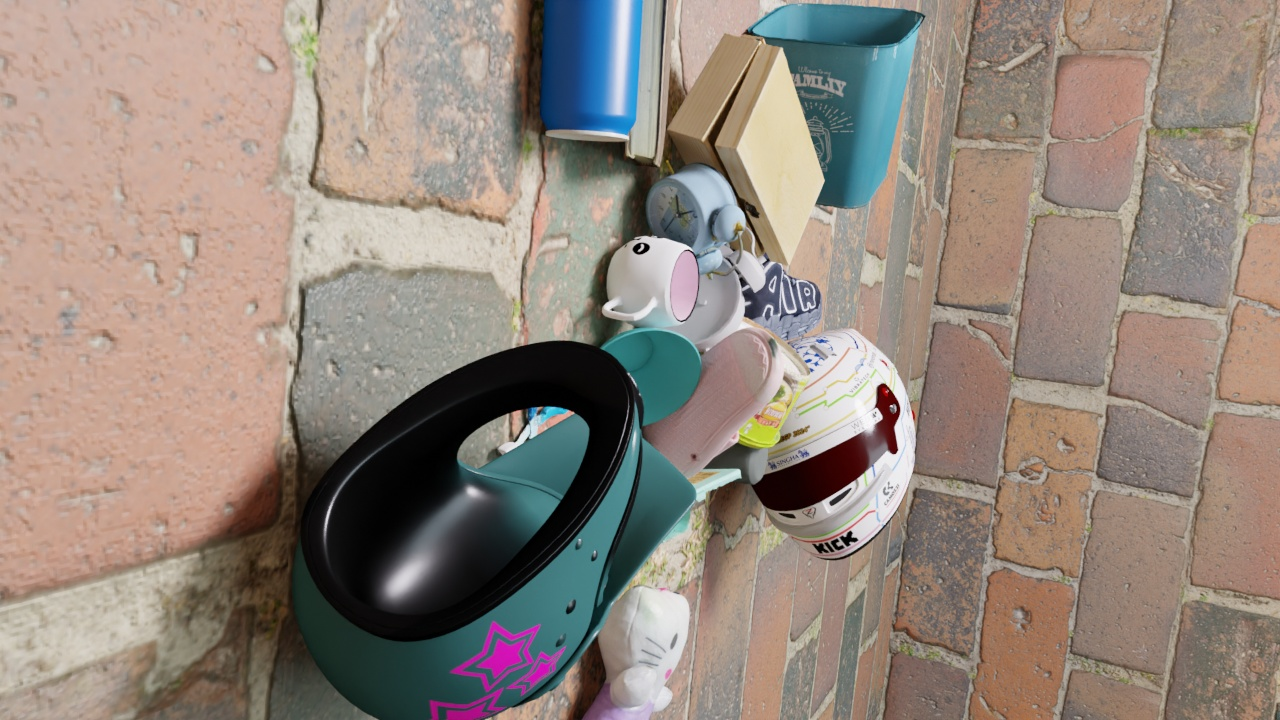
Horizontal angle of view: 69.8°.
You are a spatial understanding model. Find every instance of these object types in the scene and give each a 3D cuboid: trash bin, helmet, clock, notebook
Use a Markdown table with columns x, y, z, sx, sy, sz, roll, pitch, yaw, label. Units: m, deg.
| x | y | z | sx | sy | sz | roll | pitch | yaw | label |
| --- | --- | --- | --- | --- | --- | --- | --- | --- | --- |
| 0.251 | -0.336 | 1.211 | 0.198 | 0.197 | 0.219 | -49 | 145 | -48 | trash bin |
| 0.245 | 0.090 | 1.258 | 0.236 | 0.232 | 0.313 | 54 | 36 | -12 | helmet |
| 0.058 | -0.138 | 0.915 | 0.051 | 0.124 | 0.089 | -28 | 161 | -38 | clock |
| 0.012 | -0.290 | 0.852 | 0.190 | 0.034 | 0.215 | -71 | 165 | -79 | notebook |
| 0.065 | -0.081 | 0.972 | 0.159 | 0.120 | 0.061 | -67 | 159 | -6 | clock |
| -0.086 | 0.113 | 0.601 | 0.274 | 0.176 | 0.201 | -40 | 155 | -22 | helmet |

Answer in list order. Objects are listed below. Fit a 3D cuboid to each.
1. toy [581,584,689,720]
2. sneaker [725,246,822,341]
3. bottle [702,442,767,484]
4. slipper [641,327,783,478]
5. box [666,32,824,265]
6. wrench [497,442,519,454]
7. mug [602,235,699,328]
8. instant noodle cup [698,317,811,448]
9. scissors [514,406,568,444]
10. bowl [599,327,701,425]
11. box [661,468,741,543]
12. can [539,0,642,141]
| x | y | z | sx | sy | sz | roll | pitch | yaw | label |
| --- | --- | --- | --- | --- | --- | --- | --- | --- | --- |
| -0.010 | 0.337 | 0.970 | 0.209 | 0.086 | 0.138 | -70 | 154 | -20 | toy |
| 0.160 | -0.102 | 1.189 | 0.251 | 0.097 | 0.151 | -28 | 120 | -53 | sneaker |
| 0.092 | 0.109 | 1.084 | 0.060 | 0.108 | 0.060 | -29 | 123 | -59 | bottle |
| 0.071 | 0.048 | 0.930 | 0.055 | 0.222 | 0.106 | 4 | 56 | -36 | slipper |
| 0.130 | -0.219 | 1.001 | 0.128 | 0.092 | 0.249 | -57 | 151 | -9 | box |
| -0.058 | 0.097 | 0.859 | 0.273 | 0.009 | 0.047 | 6 | 98 | -62 | wrench |
| 0.002 | -0.068 | 0.882 | 0.123 | 0.076 | 0.090 | -47 | 138 | -50 | mug |
| 0.118 | 0.019 | 1.033 | 0.098 | 0.146 | 0.146 | -55 | 162 | 20 | instant noodle cup |
| -0.094 | 0.046 | 0.795 | 0.127 | 0.014 | 0.127 | -55 | 147 | -34 | scissors |
| -0.005 | 0.005 | 0.896 | 0.046 | 0.121 | 0.121 | -114 | -175 | -48 | bowl |
| 0.022 | 0.166 | 0.958 | 0.186 | 0.113 | 0.078 | -14 | 90 | -56 | box |
| -0.039 | -0.254 | 0.738 | 0.078 | 0.079 | 0.146 | -15 | 111 | -63 | can |
